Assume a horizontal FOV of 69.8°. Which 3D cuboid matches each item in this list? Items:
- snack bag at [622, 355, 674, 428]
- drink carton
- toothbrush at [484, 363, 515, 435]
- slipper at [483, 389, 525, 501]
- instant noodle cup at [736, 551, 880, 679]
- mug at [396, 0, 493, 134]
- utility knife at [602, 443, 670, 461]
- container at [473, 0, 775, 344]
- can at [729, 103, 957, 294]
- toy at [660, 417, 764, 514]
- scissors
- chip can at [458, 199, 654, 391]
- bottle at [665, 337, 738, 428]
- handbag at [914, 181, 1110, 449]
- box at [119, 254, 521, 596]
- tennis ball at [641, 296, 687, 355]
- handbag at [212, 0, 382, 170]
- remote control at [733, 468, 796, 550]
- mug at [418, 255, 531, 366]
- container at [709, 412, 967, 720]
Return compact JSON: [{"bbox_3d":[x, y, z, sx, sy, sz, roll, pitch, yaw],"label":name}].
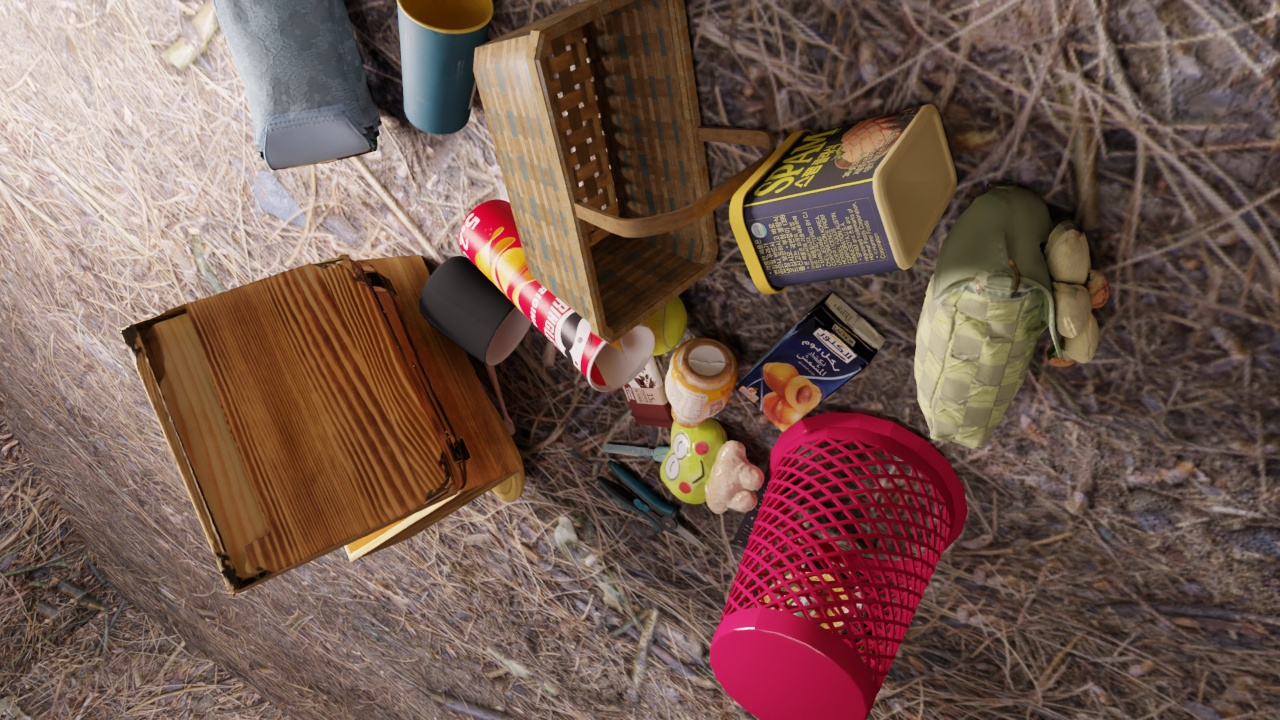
[{"bbox_3d":[-0.005,0.005,0.932,0.057,0.013,0.158,4,127,35],"label":"snack bag"},{"bbox_3d":[0.143,0.003,0.788,0.064,0.040,0.130,41,140,1],"label":"drink carton"},{"bbox_3d":[-0.176,0.021,1.083,0.016,0.018,0.181,15,132,32],"label":"toothbrush"},{"bbox_3d":[-0.227,0.070,1.105,0.100,0.078,0.263,-13,109,51],"label":"slipper"},{"bbox_3d":[0.182,0.284,0.944,0.137,0.137,0.112,0,134,39],"label":"instant noodle cup"},{"bbox_3d":[-0.171,-0.259,0.791,0.078,0.078,0.122,35,145,9],"label":"mug"},{"bbox_3d":[0.027,0.102,0.990,0.180,0.015,0.022,2,93,40],"label":"utility knife"},{"bbox_3d":[-0.002,-0.146,0.693,0.186,0.157,0.250,22,137,39],"label":"container"},{"bbox_3d":[0.140,-0.110,0.619,0.105,0.134,0.075,-5,121,39],"label":"can"},{"bbox_3d":[0.071,0.107,0.915,0.115,0.046,0.092,27,107,34],"label":"toy"},{"bbox_3d":[0.009,0.171,1.060,0.141,0.019,0.128,0,119,31],"label":"scissors"},{"bbox_3d":[-0.082,-0.064,0.833,0.220,0.069,0.069,44,145,33],"label":"chip can"},{"bbox_3d":[0.054,0.026,0.865,0.063,0.063,0.109,33,152,11],"label":"bottle"},{"bbox_3d":[0.254,-0.023,0.633,0.117,0.113,0.187,11,136,14],"label":"handbag"},{"bbox_3d":[-0.329,0.059,0.940,0.283,0.314,0.279,-33,78,34],"label":"box"},{"bbox_3d":[0.010,-0.037,0.841,0.065,0.065,0.065,22,136,23],"label":"tennis ball"},{"bbox_3d":[-0.322,-0.280,0.868,0.122,0.118,0.192,-13,113,0],"label":"handbag"},{"bbox_3d":[0.129,0.156,0.953,0.032,0.015,0.137,31,139,14],"label":"remote control"},{"bbox_3d":[-0.171,-0.050,0.976,0.094,0.085,0.122,34,169,11],"label":"mug"},{"bbox_3d":[0.159,0.184,0.777,0.183,0.225,0.183,17,132,20],"label":"container"}]
